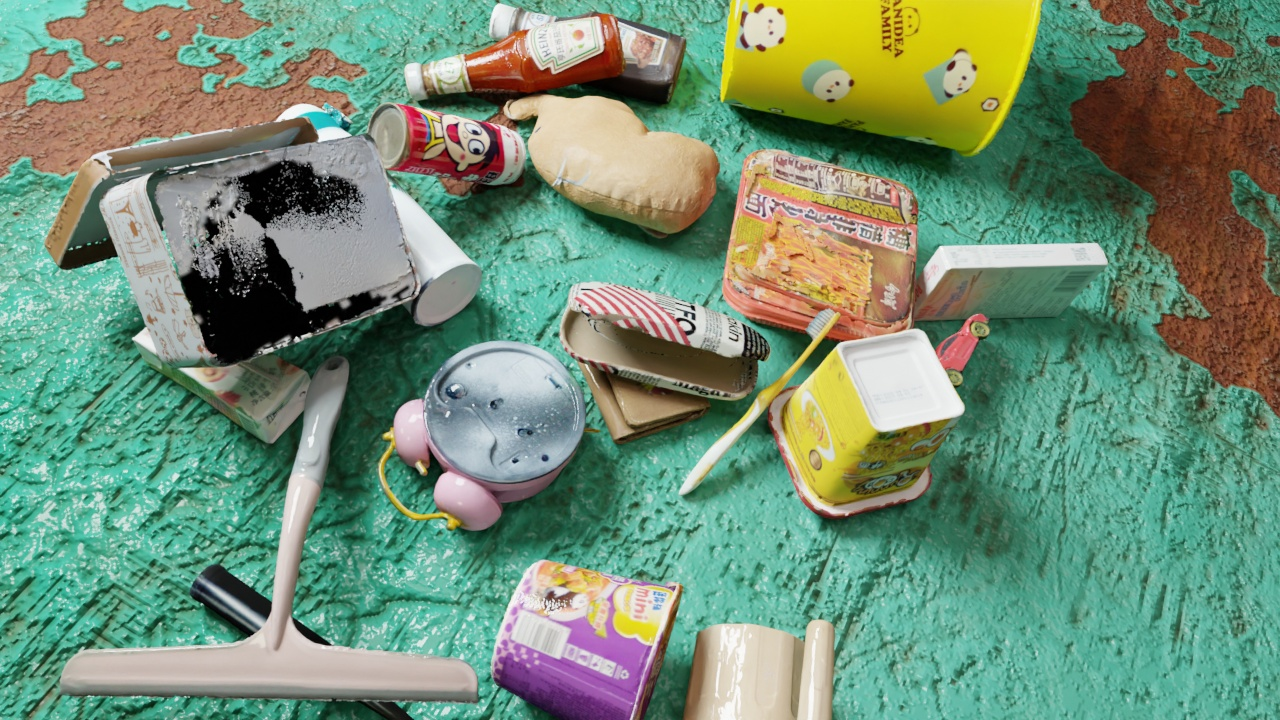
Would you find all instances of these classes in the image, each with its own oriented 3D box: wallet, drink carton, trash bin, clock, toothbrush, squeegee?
[{"bbox_3d":[-0.004,0.004,0.746,0.090,0.033,0.115,-16,66,-20],"label":"wallet"},{"bbox_3d":[-0.307,0.005,0.679,0.122,0.046,0.053,31,58,9],"label":"drink carton"},{"bbox_3d":[0.217,-0.328,0.890,0.255,0.230,0.229,7,57,0],"label":"trash bin"},{"bbox_3d":[-0.116,0.058,0.675,0.158,0.060,0.117,-32,70,-28],"label":"clock"},{"bbox_3d":[0.091,0.031,0.715,0.018,0.016,0.191,41,84,6],"label":"toothbrush"},{"bbox_3d":[-0.198,0.198,0.591,0.213,0.026,0.027,30,95,9],"label":"toothbrush"},{"bbox_3d":[-0.223,0.094,0.609,0.247,0.040,0.249,2,56,-4],"label":"squeegee"}]

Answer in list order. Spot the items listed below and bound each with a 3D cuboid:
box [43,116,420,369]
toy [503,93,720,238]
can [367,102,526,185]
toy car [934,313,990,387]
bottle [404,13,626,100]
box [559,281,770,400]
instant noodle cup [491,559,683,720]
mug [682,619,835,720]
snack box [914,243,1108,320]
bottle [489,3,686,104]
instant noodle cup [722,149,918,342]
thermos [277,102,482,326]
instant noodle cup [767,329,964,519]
[{"bbox_3d":[-0.306,-0.087,0.672,0.182,0.193,0.156,-28,108,-46],"label":"box"},{"bbox_3d":[-0.038,-0.191,0.836,0.226,0.083,0.143,28,37,9],"label":"toy"},{"bbox_3d":[-0.162,-0.182,0.784,0.132,0.053,0.053,-3,53,-51],"label":"can"},{"bbox_3d":[0.266,0.000,0.788,0.031,0.049,0.106,36,60,10],"label":"toy car"},{"bbox_3d":[-0.119,-0.282,0.869,0.206,0.060,0.059,-10,60,0],"label":"bottle"},{"bbox_3d":[0.016,-0.011,0.722,0.163,0.081,0.074,12,27,-8],"label":"box"},{"bbox_3d":[-0.035,0.183,0.590,0.099,0.112,0.111,16,56,11],"label":"instant noodle cup"},{"bbox_3d":[0.077,0.223,0.571,0.084,0.125,0.103,24,53,-17],"label":"mug"},{"bbox_3d":[0.323,-0.069,0.819,0.156,0.085,0.026,-2,60,-12],"label":"snack box"},{"bbox_3d":[-0.055,-0.318,0.929,0.195,0.044,0.079,16,64,1],"label":"bottle"},{"bbox_3d":[0.154,-0.088,0.803,0.164,0.079,0.188,15,56,-1],"label":"instant noodle cup"},{"bbox_3d":[-0.225,-0.129,0.764,0.073,0.073,0.224,-35,70,-27],"label":"thermos"},{"bbox_3d":[0.173,0.044,0.698,0.116,0.124,0.116,-10,61,-16],"label":"instant noodle cup"}]
